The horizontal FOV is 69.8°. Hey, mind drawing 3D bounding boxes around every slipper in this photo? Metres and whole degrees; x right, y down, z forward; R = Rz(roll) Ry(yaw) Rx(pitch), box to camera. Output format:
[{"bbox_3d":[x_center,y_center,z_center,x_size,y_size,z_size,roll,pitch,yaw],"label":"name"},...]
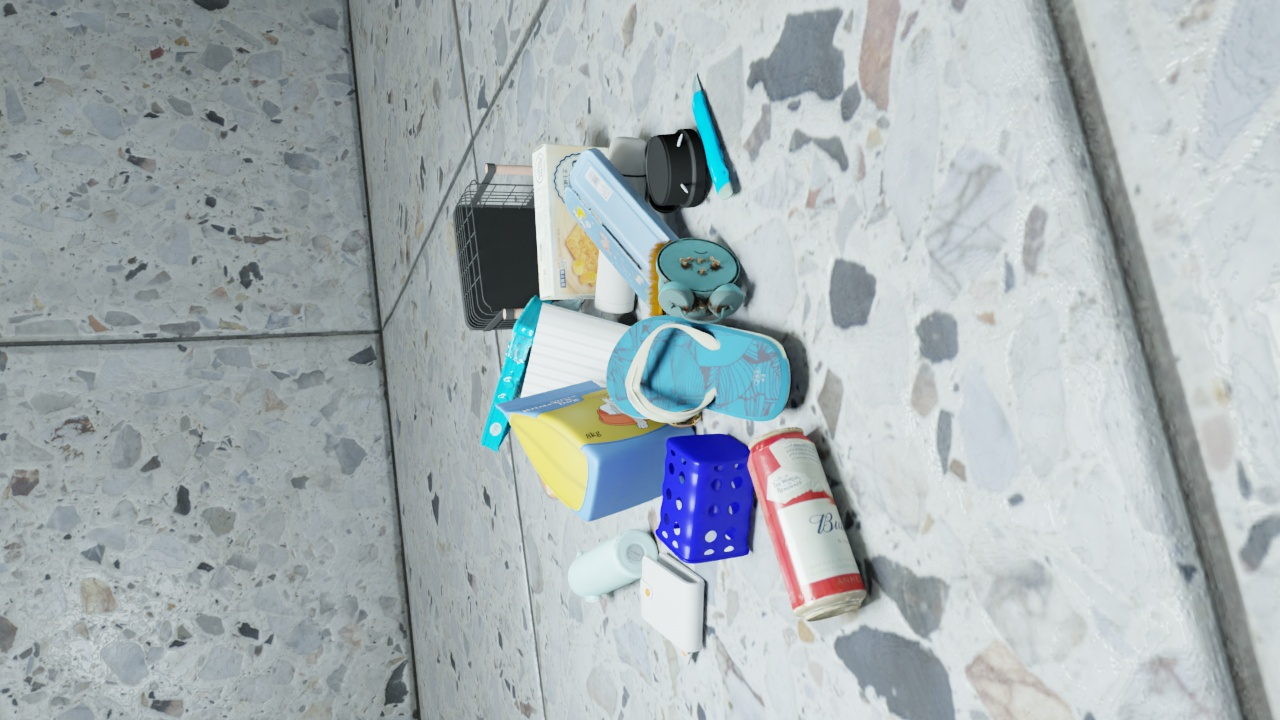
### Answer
[{"bbox_3d":[0.039,0.010,0.974,0.295,0.060,0.118,4,89,53],"label":"slipper"}]

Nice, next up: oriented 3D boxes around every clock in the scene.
[{"bbox_3d":[0.061,-0.079,0.974,0.053,0.090,0.124,96,174,-46],"label":"clock"},{"bbox_3d":[0.035,-0.217,1.057,0.121,0.042,0.091,-166,70,-73],"label":"clock"}]

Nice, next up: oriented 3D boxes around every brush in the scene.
[{"bbox_3d":[0.022,-0.073,1.056,0.048,0.017,0.126,-59,-27,-56],"label":"brush"}]

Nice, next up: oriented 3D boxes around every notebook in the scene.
[{"bbox_3d":[-0.084,0.023,1.252,0.009,0.142,0.210,-80,6,-51],"label":"notebook"}]

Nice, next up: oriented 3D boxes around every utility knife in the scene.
[{"bbox_3d":[0.076,-0.246,1.010,0.031,0.015,0.174,-49,48,53],"label":"utility knife"}]

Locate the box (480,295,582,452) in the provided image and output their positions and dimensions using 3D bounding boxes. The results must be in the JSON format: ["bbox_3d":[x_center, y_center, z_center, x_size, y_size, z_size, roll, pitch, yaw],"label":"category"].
[{"bbox_3d":[-0.156,0.009,1.347,0.072,0.181,0.228,33,125,18],"label":"box"}]

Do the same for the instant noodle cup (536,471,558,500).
[{"bbox_3d":[-0.067,0.120,1.238,0.124,0.121,0.123,176,90,-65],"label":"instant noodle cup"}]

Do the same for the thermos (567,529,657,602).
[{"bbox_3d":[-0.044,0.287,1.278,0.207,0.065,0.077,136,128,-58],"label":"thermos"}]

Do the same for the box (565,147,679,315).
[{"bbox_3d":[-0.020,-0.148,1.116,0.209,0.034,0.128,51,145,13],"label":"box"}]

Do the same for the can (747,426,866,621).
[{"bbox_3d":[0.149,0.149,0.842,0.067,0.067,0.170,126,135,-54],"label":"can"}]

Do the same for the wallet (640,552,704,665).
[{"bbox_3d":[0.039,0.310,1.138,0.118,0.037,0.115,18,109,60],"label":"wallet"}]

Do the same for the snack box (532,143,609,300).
[{"bbox_3d":[-0.088,-0.189,1.266,0.058,0.104,0.208,-2,91,63],"label":"snack box"}]

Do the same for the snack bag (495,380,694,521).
[{"bbox_3d":[-0.059,0.088,1.126,0.205,0.158,0.102,36,127,39],"label":"snack bag"}]

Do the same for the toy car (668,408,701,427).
[{"bbox_3d":[0.043,0.022,1.078,0.047,0.047,0.111,121,137,-51],"label":"toy car"}]

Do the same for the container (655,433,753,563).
[{"bbox_3d":[0.072,0.145,0.989,0.084,0.085,0.114,32,120,60],"label":"container"}]

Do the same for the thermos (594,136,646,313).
[{"bbox_3d":[-0.024,-0.175,1.189,0.052,0.052,0.224,-139,51,-57],"label":"thermos"}]

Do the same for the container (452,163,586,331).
[{"bbox_3d":[-0.186,-0.164,1.408,0.130,0.162,0.241,149,115,-62],"label":"container"}]
